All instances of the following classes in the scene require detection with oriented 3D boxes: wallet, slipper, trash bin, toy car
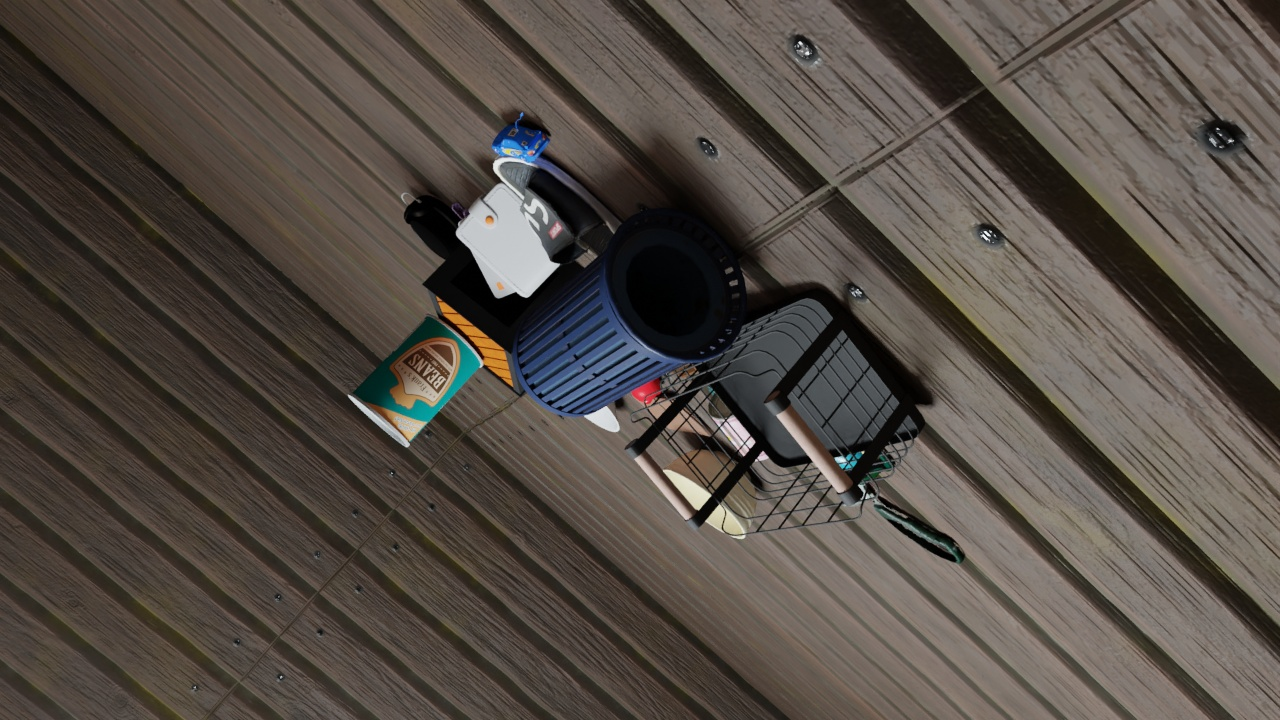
[{"bbox_3d":[0.045,0.076,1.307,0.087,0.013,0.121,42,163,-22],"label":"wallet"},{"bbox_3d":[-0.060,-0.123,0.967,0.264,0.063,0.111,38,163,-2],"label":"slipper"},{"bbox_3d":[-0.025,-0.032,0.886,0.139,0.139,0.250,44,149,-10],"label":"trash bin"},{"bbox_3d":[-0.167,-0.070,1.181,0.140,0.139,0.172,37,163,10],"label":"trash bin"},{"bbox_3d":[-0.155,-0.133,1.059,0.118,0.115,0.037,43,-159,-10],"label":"wallet"},{"bbox_3d":[-0.124,-0.224,0.886,0.092,0.033,0.062,25,164,41],"label":"toy car"}]

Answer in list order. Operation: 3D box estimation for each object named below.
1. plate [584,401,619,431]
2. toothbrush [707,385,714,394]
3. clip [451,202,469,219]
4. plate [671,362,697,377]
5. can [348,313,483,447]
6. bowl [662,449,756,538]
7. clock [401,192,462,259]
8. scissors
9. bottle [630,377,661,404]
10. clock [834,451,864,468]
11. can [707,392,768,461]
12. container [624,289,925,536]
[{"bbox_3d":[-0.091,0.042,1.470,0.174,0.036,0.174,36,162,13],"label":"plate"},{"bbox_3d":[0.078,-0.007,1.031,0.016,0.017,0.190,33,162,25],"label":"toothbrush"},{"bbox_3d":[-0.232,-0.191,1.238,0.029,0.013,0.050,29,162,36],"label":"clip"},{"bbox_3d":[0.020,-0.032,1.075,0.131,0.025,0.131,36,162,13],"label":"plate"},{"bbox_3d":[-0.290,0.025,1.188,0.099,0.143,0.099,36,162,13],"label":"can"},{"bbox_3d":[0.110,0.180,1.322,0.151,0.075,0.151,36,163,13],"label":"bowl"},{"bbox_3d":[-0.294,-0.194,1.306,0.120,0.042,0.091,46,162,-18],"label":"clock"},{"bbox_3d":[0.280,0.158,1.018,0.206,0.015,0.202,35,161,12],"label":"scissors"},{"bbox_3d":[-0.007,0.007,1.201,0.042,0.041,0.142,29,159,33],"label":"bottle"},{"bbox_3d":[0.188,0.068,0.942,0.099,0.043,0.130,48,170,-8],"label":"clock"},{"bbox_3d":[0.123,0.066,1.032,0.076,0.067,0.067,50,160,-28],"label":"can"},{"bbox_3d":[0.113,0.061,0.835,0.163,0.130,0.242,50,148,-9],"label":"container"}]
